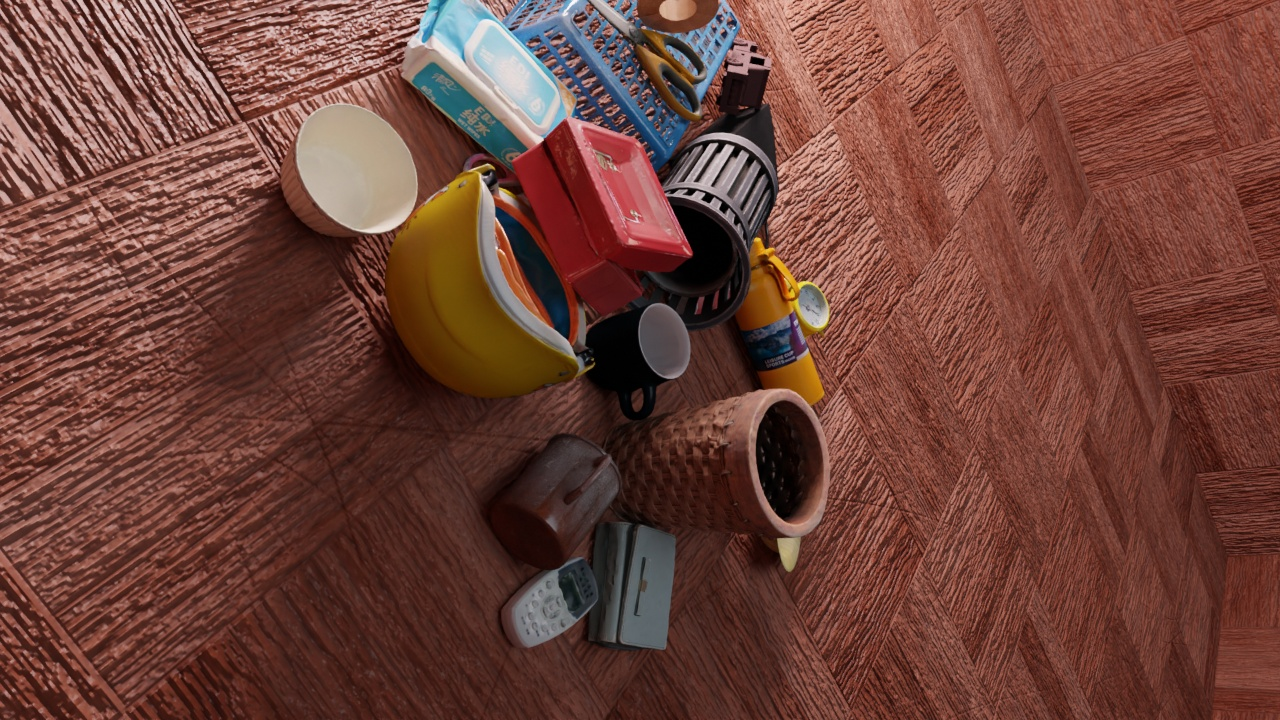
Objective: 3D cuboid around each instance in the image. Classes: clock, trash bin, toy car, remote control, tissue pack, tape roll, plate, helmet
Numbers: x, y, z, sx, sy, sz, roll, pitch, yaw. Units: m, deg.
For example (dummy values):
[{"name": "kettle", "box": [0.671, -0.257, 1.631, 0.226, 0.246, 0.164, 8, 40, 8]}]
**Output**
[{"name": "clock", "box": [0.216, -0.074, 1.308, 0.118, 0.057, 0.083, 22, 62, -33]}, {"name": "trash bin", "box": [0.074, -0.164, 1.086, 0.164, 0.165, 0.226, 56, 34, -20]}, {"name": "toy car", "box": [0.144, -0.393, 1.269, 0.169, 0.062, 0.070, -74, 176, -55]}, {"name": "remote control", "box": [-0.089, 0.238, 0.904, 0.114, 0.028, 0.060, -23, 96, -49]}, {"name": "tissue pack", "box": [-0.148, -0.280, 0.957, 0.209, 0.066, 0.116, 40, 49, -31]}, {"name": "tape roll", "box": [0.042, -0.414, 1.050, 0.093, 0.094, 0.027, 13, 69, -45]}, {"name": "plate", "box": [0.173, 0.176, 1.177, 0.184, 0.036, 0.184, -2, 90, -70]}, {"name": "helmet", "box": [-0.146, -0.058, 0.844, 0.209, 0.140, 0.239, 63, 8, -7]}, {"name": "trash bin", "box": [0.074, 0.119, 0.980, 0.151, 0.211, 0.151, 16, 68, -45]}]

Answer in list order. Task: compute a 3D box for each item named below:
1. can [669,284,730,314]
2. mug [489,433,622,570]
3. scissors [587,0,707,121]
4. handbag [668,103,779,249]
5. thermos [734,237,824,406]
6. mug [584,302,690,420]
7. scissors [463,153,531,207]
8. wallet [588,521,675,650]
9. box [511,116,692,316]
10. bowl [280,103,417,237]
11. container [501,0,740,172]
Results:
[{"name": "can", "box": [0.082, -0.082, 1.164, 0.096, 0.054, 0.054, -21, 95, -48]}, {"name": "mug", "box": [-0.073, 0.131, 0.883, 0.096, 0.123, 0.110, 41, 49, -7]}, {"name": "scissors", "box": [0.000, -0.354, 1.044, 0.228, 0.016, 0.113, 23, 62, -41]}, {"name": "handbag", "box": [0.140, -0.228, 1.279, 0.175, 0.072, 0.196, -48, 125, -43]}, {"name": "thermos", "box": [0.180, -0.050, 1.229, 0.076, 0.091, 0.233, -71, 140, -75]}, {"name": "mug", "box": [-0.006, 0.006, 1.012, 0.085, 0.095, 0.121, 7, 74, -46]}, {"name": "scissors", "box": [-0.117, -0.178, 1.007, 0.178, 0.016, 0.101, -14, 85, -52]}, {"name": "wallet", "box": [-0.007, 0.242, 0.980, 0.100, 0.054, 0.131, 21, 69, -42]}, {"name": "box", "box": [-0.053, -0.141, 0.921, 0.136, 0.127, 0.157, 8, 54, -55]}, {"name": "bowl", "box": [-0.262, -0.158, 0.804, 0.115, 0.063, 0.115, 16, 68, -44]}, {"name": "container", "box": [-0.003, -0.401, 1.137, 0.257, 0.089, 0.361, 47, 49, -27]}]
